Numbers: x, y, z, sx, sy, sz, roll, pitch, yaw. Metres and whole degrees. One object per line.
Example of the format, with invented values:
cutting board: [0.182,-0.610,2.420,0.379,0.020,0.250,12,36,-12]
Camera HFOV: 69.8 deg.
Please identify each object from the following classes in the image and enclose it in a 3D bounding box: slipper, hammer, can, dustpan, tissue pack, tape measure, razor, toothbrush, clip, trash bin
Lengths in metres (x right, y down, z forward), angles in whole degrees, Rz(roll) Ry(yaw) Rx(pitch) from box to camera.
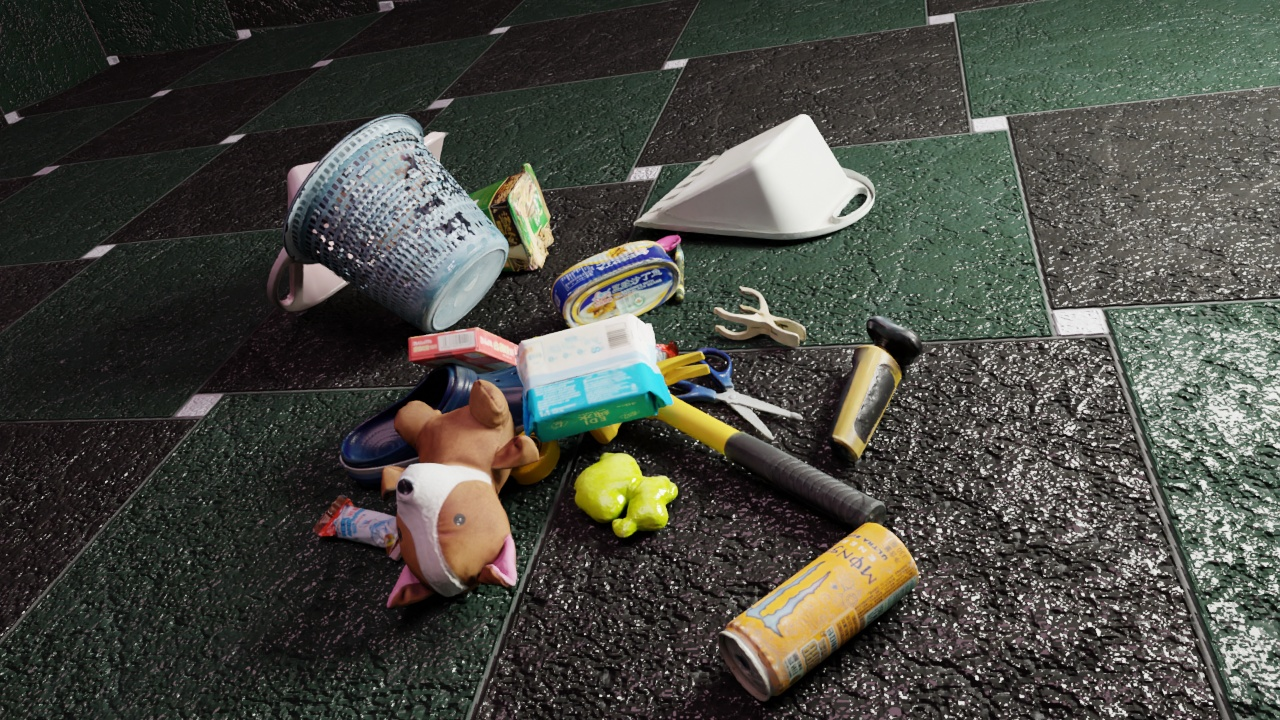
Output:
slipper: [-0.187,0.045,0.929,0.253,0.095,0.105,-20,37,-2]
hammer: [0.087,0.076,0.826,0.128,0.033,0.301,-44,45,-20]
can: [0.128,0.177,0.654,0.145,0.058,0.058,-30,37,-21]
dustpan: [-0.377,-0.168,1.239,0.272,0.223,0.138,-15,68,-24]
dustpan: [0.167,-0.216,1.228,0.259,0.142,0.222,-20,20,45]
tissue pack: [-0.047,0.019,0.859,0.140,0.063,0.090,-15,63,1]
tape measure: [-0.104,0.093,0.883,0.060,0.029,0.057,-34,39,2]
razor: [0.213,0.026,0.843,0.068,0.062,0.167,-23,25,48]
toothbrush: [0.052,-0.125,1.150,0.017,0.012,0.185,0,36,2]
clip: [0.119,-0.037,0.984,0.094,0.035,0.102,-20,42,-15]
can: [-0.028,-0.086,1.071,0.148,0.075,0.049,-22,39,-10]
trash bin: [-0.278,-0.147,1.112,0.195,0.227,0.225,41,53,5]

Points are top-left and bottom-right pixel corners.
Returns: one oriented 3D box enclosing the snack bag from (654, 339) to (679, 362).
snack bag: [-0.006,0.006,0.972,0.105,0.026,0.045,-22,21,-6]

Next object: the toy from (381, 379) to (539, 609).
toy: [-0.161,0.114,0.792,0.140,0.130,0.199,-18,52,23]

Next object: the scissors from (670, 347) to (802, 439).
scissors: [0.077,0.035,0.913,0.155,0.012,0.166,-11,34,4]

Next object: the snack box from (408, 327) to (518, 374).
snack box: [-0.179,-0.006,0.971,0.075,0.025,0.153,-7,-8,10]

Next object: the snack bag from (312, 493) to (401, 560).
snack bag: [-0.254,0.154,0.855,0.104,0.026,0.048,9,53,31]

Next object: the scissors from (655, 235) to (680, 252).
scissors: [-0.008,-0.124,1.163,0.133,0.017,0.054,-29,20,-9]

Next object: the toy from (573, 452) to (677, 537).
toy: [-0.018,0.118,0.814,0.100,0.031,0.096,1,39,20]

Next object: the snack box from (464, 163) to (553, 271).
snack box: [-0.191,-0.183,1.234,0.106,0.118,0.118,-10,32,15]

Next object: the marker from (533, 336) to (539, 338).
marker: [-0.068,-0.018,1.041,0.124,0.015,0.018,1,40,19]
